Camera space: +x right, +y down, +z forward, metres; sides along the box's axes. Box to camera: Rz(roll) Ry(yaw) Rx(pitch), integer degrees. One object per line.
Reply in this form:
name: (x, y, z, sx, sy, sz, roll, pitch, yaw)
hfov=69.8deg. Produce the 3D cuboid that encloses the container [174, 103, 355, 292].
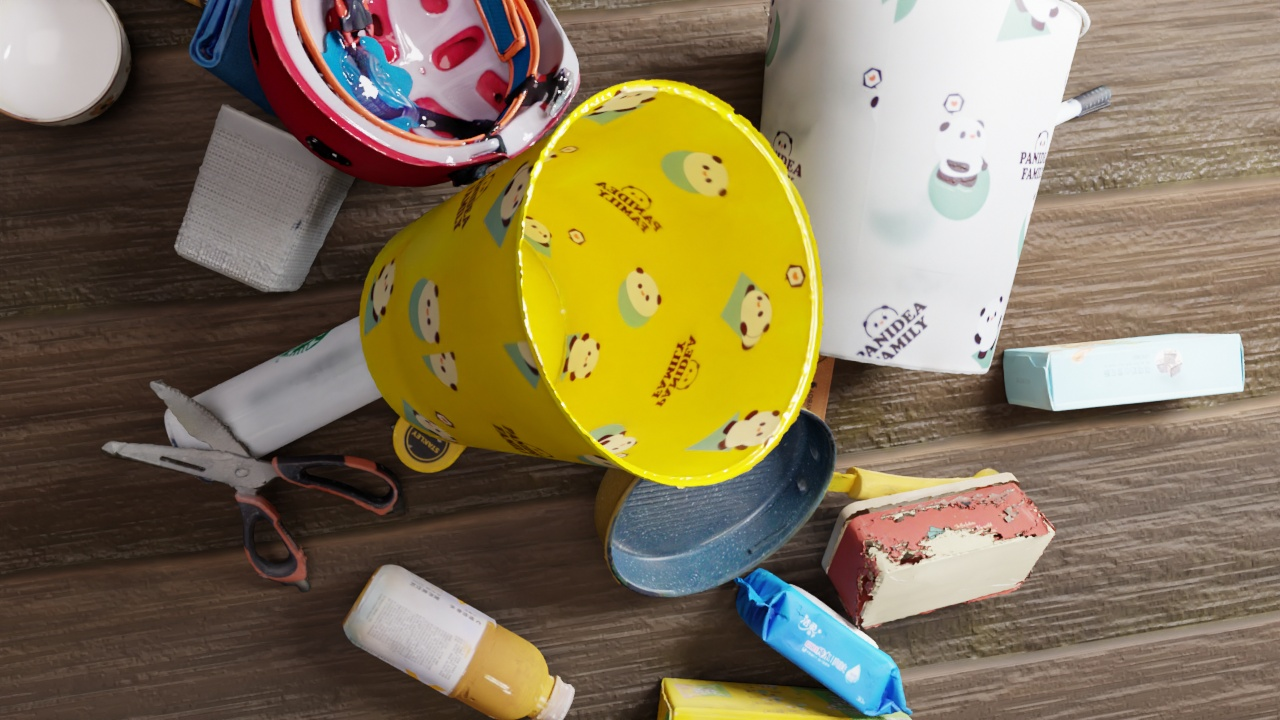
container: (-0.284, -0.117, 0.697, 0.090, 0.090, 0.114, 24, 93, -6)

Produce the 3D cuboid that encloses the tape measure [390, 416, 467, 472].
tape measure: (-0.171, 0.061, 0.744, 0.060, 0.029, 0.057, 39, 87, -6)

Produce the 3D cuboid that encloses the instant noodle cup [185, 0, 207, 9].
instant noodle cup: (-0.334, -0.320, 0.672, 0.114, 0.118, 0.118, 25, 89, -14)

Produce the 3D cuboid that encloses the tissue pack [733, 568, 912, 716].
tissue pack: (0.147, 0.230, 0.753, 0.157, 0.095, 0.052, 37, 84, -7)

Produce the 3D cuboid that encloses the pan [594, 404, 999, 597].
pan: (0.136, 0.104, 0.731, 0.356, 0.078, 0.198, -7, 131, -27)

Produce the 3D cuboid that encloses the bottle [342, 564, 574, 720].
bottle: (-0.142, 0.234, 0.734, 0.189, 0.068, 0.068, 32, 88, -6)

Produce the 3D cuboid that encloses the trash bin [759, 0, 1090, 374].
trash bin: (0.188, -0.129, 0.687, 0.229, 0.229, 0.252, 6, 97, -7)

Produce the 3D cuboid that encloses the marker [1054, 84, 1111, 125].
marker: (0.349, -0.205, 0.795, 0.130, 0.018, 0.022, -26, 81, -5)

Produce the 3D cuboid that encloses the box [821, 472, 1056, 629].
box: (0.242, 0.157, 0.736, 0.168, 0.080, 0.091, -8, 133, -18)

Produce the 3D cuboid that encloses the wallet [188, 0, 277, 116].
wallet: (-0.275, -0.245, 0.668, 0.040, 0.133, 0.106, 21, 90, -3)

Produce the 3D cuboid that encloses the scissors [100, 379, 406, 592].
scissors: (-0.283, 0.096, 0.697, 0.188, 0.015, 0.227, -15, 121, -16)

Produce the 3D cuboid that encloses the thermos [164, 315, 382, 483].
thermos: (-0.248, 0.013, 0.715, 0.224, 0.073, 0.073, -27, 95, -5)

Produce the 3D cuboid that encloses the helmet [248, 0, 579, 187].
helmet: (-0.176, -0.212, 0.654, 0.239, 0.144, 0.207, -43, 104, -40)

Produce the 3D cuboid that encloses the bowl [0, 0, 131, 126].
bowl: (-0.436, -0.229, 0.687, 0.113, 0.062, 0.113, 0, 93, -7)

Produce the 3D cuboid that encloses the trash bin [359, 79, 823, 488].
trash bin: (-0.051, -0.036, 0.611, 0.229, 0.256, 0.229, 4, 84, -39)

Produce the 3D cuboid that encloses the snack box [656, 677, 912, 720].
snack box: (0.113, 0.359, 0.766, 0.210, 0.070, 0.157, 6, 92, -7)

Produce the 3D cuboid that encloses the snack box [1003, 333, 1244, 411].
snack box: (0.408, 0.008, 0.782, 0.175, 0.074, 0.051, -6, 92, -6)

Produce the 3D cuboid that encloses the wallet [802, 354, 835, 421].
wallet: (0.092, 0.033, 0.772, 0.131, 0.031, 0.108, 10, 92, -8)
